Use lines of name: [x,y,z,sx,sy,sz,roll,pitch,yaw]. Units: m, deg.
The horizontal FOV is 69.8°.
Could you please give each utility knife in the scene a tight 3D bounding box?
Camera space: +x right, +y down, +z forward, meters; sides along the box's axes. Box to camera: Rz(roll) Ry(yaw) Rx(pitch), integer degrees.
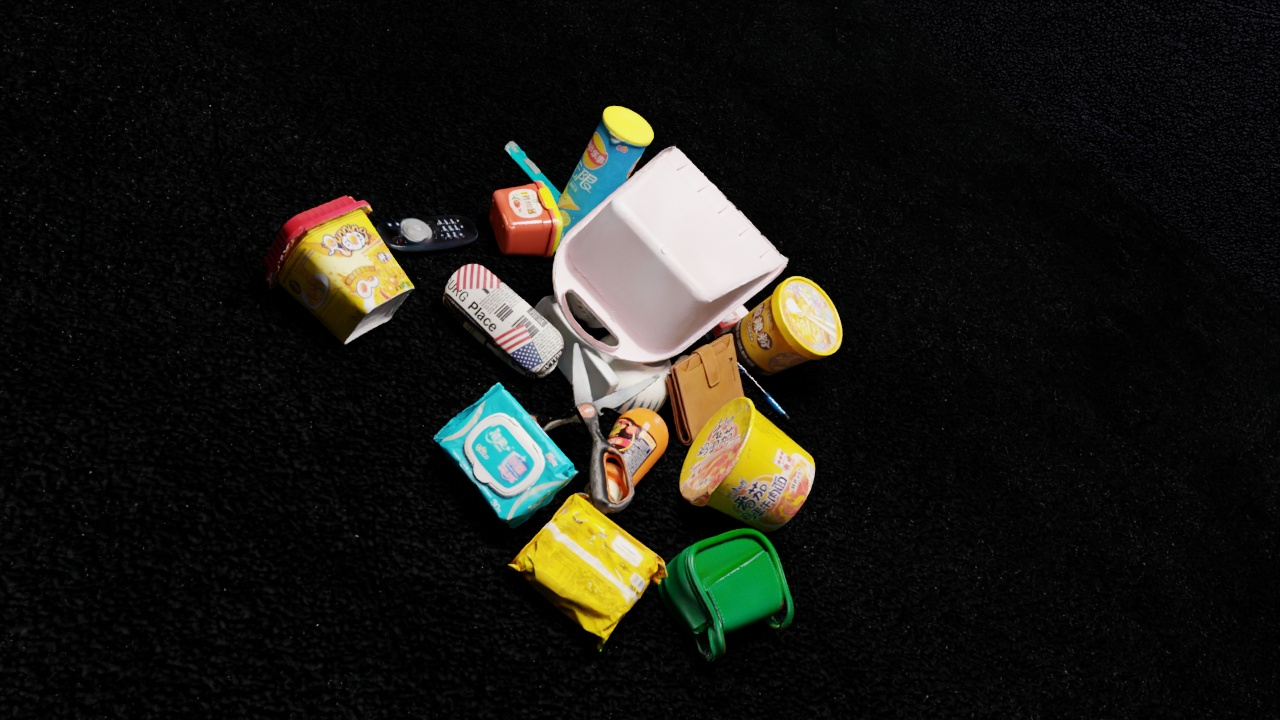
utility knife: [-0.149,-0.270,1.359,0.029,0.013,0.166,-26,68,-44]

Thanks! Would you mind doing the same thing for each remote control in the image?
remote control: [-0.270,-0.158,1.160,0.136,0.024,0.053,-13,61,-40]
remote control: [-0.083,-0.010,1.119,0.021,0.058,0.150,-17,63,-46]

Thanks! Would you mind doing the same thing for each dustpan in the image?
dustpan: [0.021,-0.124,1.152,0.222,0.139,0.272,48,37,6]

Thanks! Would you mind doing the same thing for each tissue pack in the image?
tissue pack: [-0.139,0.098,0.947,0.133,0.093,0.050,46,-2,14]

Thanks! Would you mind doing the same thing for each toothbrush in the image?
toothbrush: [0.140,0.016,1.280,0.189,0.014,0.016,48,43,13]

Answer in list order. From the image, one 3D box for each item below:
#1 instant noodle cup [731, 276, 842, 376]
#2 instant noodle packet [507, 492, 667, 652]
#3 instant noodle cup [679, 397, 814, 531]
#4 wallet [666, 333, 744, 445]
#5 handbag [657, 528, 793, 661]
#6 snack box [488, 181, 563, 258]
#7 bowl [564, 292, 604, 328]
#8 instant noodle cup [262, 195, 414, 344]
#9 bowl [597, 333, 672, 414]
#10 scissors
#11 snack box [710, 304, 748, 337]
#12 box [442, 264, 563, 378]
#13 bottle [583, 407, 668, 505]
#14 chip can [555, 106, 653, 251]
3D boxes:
instant noodle cup: [0.198,-0.040,1.279,0.118,0.115,0.118,18,57,-32]
instant noodle packet: [-0.051,0.210,0.923,0.128,0.044,0.110,40,67,7]
instant noodle cup: [0.129,0.129,1.079,0.110,0.138,0.137,34,39,-15]
wallet: [0.085,0.034,1.172,0.131,0.031,0.108,-29,113,-48]
handbag: [0.093,0.249,0.988,0.131,0.068,0.120,-7,63,-40]
snack box: [-0.156,-0.186,1.229,0.080,0.082,0.091,-9,55,-23]
bowl: [-0.047,-0.079,1.191,0.113,0.114,0.062,-28,111,-47]
instant noodle cup: [-0.326,-0.095,1.004,0.123,0.116,0.115,50,41,-1]
bowl: [-0.007,0.007,1.147,0.116,0.066,0.116,19,43,-19]
scissors: [-0.066,0.074,1.016,0.233,0.022,0.220,-20,58,-19]
snack box: [0.090,-0.104,1.352,0.075,0.026,0.153,-21,65,-44]
box: [-0.162,-0.049,1.085,0.163,0.082,0.075,43,47,5]
bottle: [-0.022,0.119,1.037,0.067,0.067,0.149,35,48,0]
chip can: [-0.061,-0.235,1.232,0.071,0.211,0.071,19,43,-19]
